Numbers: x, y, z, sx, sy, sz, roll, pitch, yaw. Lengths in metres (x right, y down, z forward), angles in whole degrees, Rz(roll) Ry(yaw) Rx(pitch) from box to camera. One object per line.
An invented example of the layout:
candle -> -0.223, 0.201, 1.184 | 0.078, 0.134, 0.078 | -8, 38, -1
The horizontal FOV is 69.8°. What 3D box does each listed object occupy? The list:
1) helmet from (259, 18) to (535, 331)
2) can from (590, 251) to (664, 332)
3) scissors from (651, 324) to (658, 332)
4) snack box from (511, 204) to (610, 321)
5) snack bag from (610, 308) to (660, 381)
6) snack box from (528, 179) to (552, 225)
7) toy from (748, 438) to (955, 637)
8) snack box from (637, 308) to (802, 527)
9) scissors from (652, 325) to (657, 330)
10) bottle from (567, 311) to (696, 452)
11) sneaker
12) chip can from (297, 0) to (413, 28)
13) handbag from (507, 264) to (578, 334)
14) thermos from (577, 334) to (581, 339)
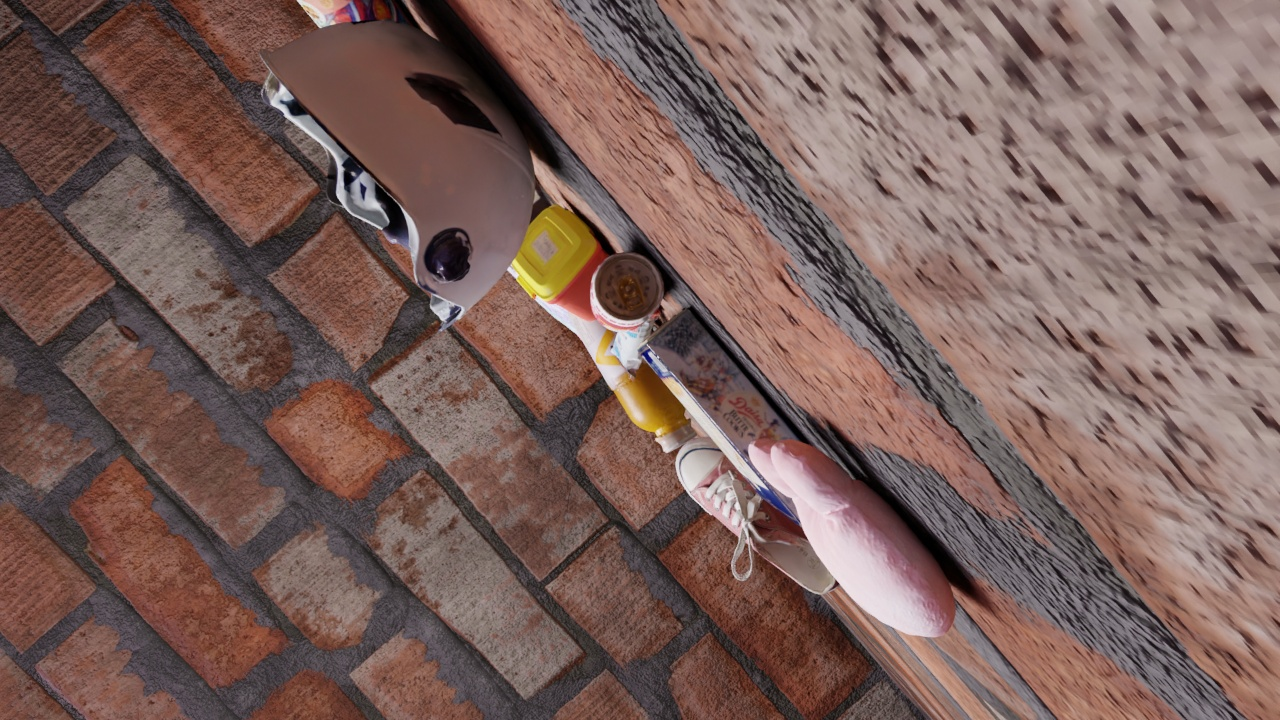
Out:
helmet -> -0.169, -0.162, 0.716 | 0.229, 0.145, 0.259 | 46, 166, 24
can -> -0.012, -0.051, 0.711 | 0.053, 0.053, 0.133 | 49, 177, -1
scissors -> 0.042, 0.011, 1.043 | 0.150, 0.014, 0.171 | 49, 175, 22
snack box -> -0.065, -0.085, 0.850 | 0.080, 0.082, 0.091 | 37, -172, -48
snack bag -> -0.007, -0.027, 0.867 | 0.048, 0.026, 0.104 | 51, 141, 25
snack box -> -0.158, -0.159, 0.903 | 0.053, 0.113, 0.126 | 49, 177, 16
toy -> 0.134, 0.108, 0.583 | 0.159, 0.054, 0.121 | 49, 170, -6
snack box -> 0.073, 0.043, 0.756 | 0.182, 0.046, 0.178 | 49, 177, -1
scissors -> 0.062, 0.024, 0.942 | 0.175, 0.019, 0.176 | 48, 178, -11
bottle -> -0.006, 0.006, 0.945 | 0.189, 0.068, 0.068 | 59, 179, 6
sneaker -> 0.130, 0.175, 1.048 | 0.241, 0.118, 0.087 | 42, -167, 19
chip can -> -0.230, -0.279, 0.840 | 0.071, 0.071, 0.215 | 47, 176, 34
handbag -> -0.091, -0.094, 1.125 | 0.134, 0.075, 0.194 | 39, 177, 9
thermos -> -0.087, -0.070, 1.358 | 0.198, 0.067, 0.087 | 51, -148, -6
